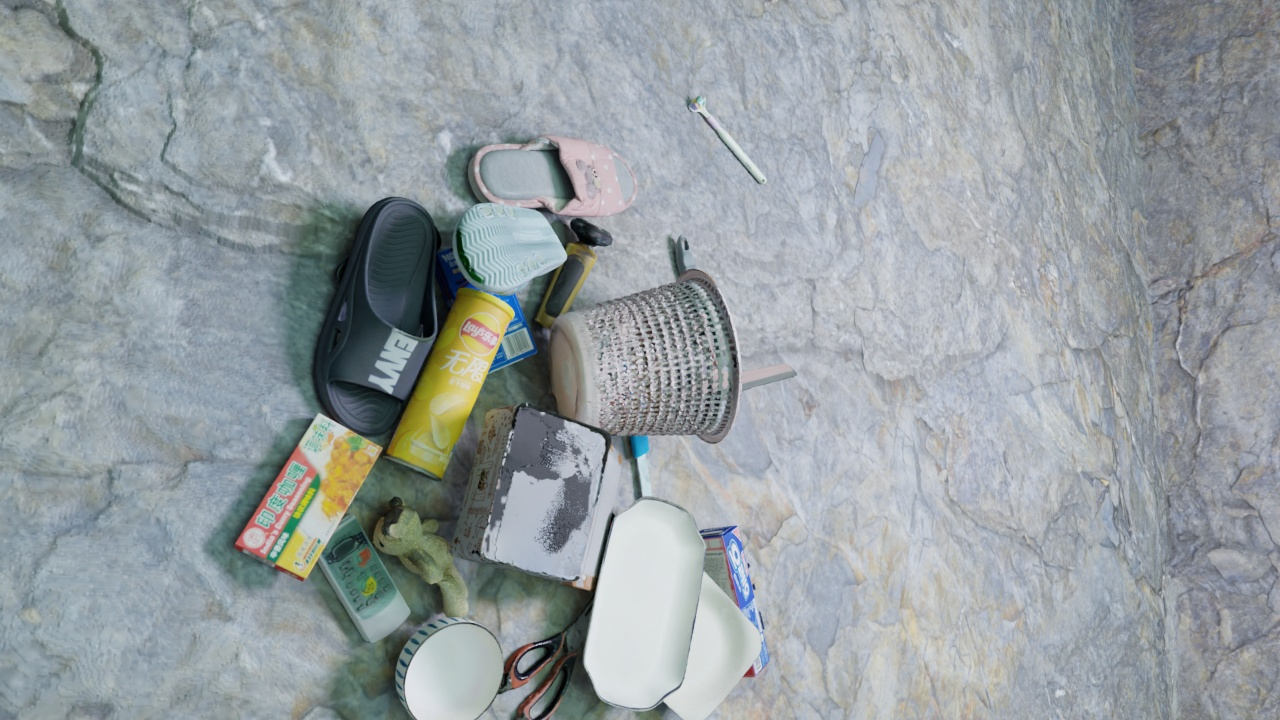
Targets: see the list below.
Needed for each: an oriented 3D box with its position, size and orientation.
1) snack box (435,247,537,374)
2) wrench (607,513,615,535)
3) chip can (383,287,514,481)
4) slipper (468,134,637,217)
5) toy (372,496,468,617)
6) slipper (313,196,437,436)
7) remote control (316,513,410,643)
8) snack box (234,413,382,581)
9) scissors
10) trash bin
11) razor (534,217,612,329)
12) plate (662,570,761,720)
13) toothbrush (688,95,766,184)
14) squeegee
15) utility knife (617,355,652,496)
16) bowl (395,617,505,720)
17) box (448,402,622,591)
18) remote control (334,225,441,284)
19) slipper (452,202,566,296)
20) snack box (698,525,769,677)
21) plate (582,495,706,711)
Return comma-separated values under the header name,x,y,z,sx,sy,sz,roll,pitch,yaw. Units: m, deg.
name,x,y,z,sx,sy,sz,roll,pitch,yaw
snack box,-0.191,-0.067,1.123,0.084,0.026,0.157,-26,99,-41
wrench,-0.014,0.239,1.230,0.273,0.016,0.056,43,53,-27
chip can,-0.215,0.026,1.036,0.072,0.072,0.213,32,71,-33
slipper,-0.102,-0.244,1.211,0.273,0.055,0.114,-7,84,-42
toy,-0.236,0.222,1.008,0.157,0.066,0.105,61,7,-26
slipper,-0.275,-0.050,0.994,0.110,0.083,0.268,15,83,-37
remote control,-0.299,0.233,0.980,0.056,0.019,0.135,-35,105,-39
snack box,-0.339,0.139,0.944,0.077,0.027,0.155,31,61,-12
scissors,-0.098,0.344,1.138,0.196,0.015,0.205,15,72,-38
trash bin,-0.006,0.007,1.152,0.192,0.228,0.227,-8,87,-19
razor,-0.092,-0.113,1.199,0.062,0.068,0.167,27,70,-8
plate,0.065,0.380,1.235,0.163,0.034,0.164,-43,92,-23
toothbrush,0.145,-0.349,1.474,0.189,0.029,0.020,42,17,-29
squeegee,0.090,-0.065,1.361,0.247,0.040,0.249,-14,86,-24
utility knife,-0.004,0.096,1.261,0.034,0.018,0.216,-5,84,-43
bowl,-0.214,0.334,0.998,0.116,0.066,0.116,-2,94,-35
box,-0.089,0.166,1.062,0.273,0.125,0.178,34,64,-53
remote control,-0.288,-0.117,1.046,0.136,0.024,0.053,-38,116,-30
slipper,-0.161,-0.129,1.089,0.104,0.074,0.245,58,20,-2
snack box,0.127,0.339,1.299,0.057,0.058,0.207,-17,94,-58
plate,0.001,0.308,1.178,0.162,0.034,0.265,22,69,-31
